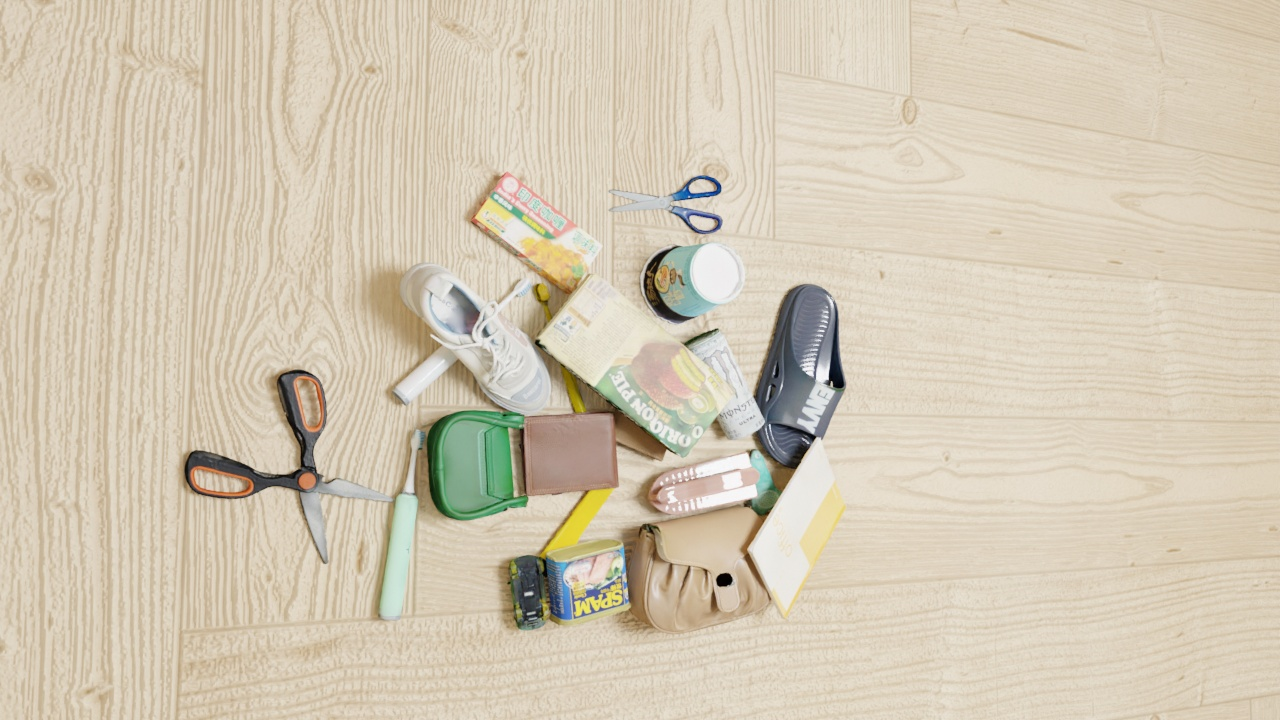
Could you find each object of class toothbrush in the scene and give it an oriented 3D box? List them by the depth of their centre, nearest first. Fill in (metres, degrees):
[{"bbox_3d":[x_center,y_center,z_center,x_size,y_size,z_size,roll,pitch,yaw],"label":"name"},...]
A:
[{"bbox_3d":[-0.280,0.193,1.084,0.027,0.026,0.224,19,76,-61],"label":"toothbrush"},{"bbox_3d":[-0.214,-0.028,1.127,0.220,0.027,0.026,-45,145,-20],"label":"toothbrush"},{"bbox_3d":[-0.100,-0.009,1.178,0.015,0.017,0.190,-19,94,-22],"label":"toothbrush"}]

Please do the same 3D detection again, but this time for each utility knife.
[{"bbox_3d":[-0.081,0.211,1.174,0.033,0.015,0.153,46,70,-22],"label":"utility knife"}]

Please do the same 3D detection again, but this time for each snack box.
[{"bbox_3d":[-0.007,0.007,1.158,0.240,0.063,0.114,39,83,-11],"label":"snack box"},{"bbox_3d":[-0.131,-0.161,1.170,0.155,0.027,0.077,36,72,-17],"label":"snack box"}]

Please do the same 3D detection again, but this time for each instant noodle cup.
[{"bbox_3d":[0.074,-0.108,1.203,0.111,0.121,0.111,2,86,-23],"label":"instant noodle cup"}]

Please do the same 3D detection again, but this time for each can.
[{"bbox_3d":[-0.066,0.274,1.143,0.102,0.057,0.083,-8,96,-31],"label":"can"},{"bbox_3d":[0.113,0.033,1.244,0.058,0.058,0.147,-29,98,-22],"label":"can"}]

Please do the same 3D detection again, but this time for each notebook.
[{"bbox_3d":[0.217,0.226,1.247,0.205,0.010,0.146,-50,129,-34],"label":"notebook"}]

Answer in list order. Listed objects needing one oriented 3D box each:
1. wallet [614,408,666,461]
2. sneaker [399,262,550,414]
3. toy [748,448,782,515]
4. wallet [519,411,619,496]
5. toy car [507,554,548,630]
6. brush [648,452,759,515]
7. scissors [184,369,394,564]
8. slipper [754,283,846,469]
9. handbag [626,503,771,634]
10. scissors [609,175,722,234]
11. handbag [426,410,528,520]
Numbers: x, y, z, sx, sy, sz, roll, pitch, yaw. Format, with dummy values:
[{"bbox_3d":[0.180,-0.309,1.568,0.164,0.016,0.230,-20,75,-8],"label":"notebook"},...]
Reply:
[{"bbox_3d":[0.012,0.065,1.214,0.090,0.033,0.115,25,78,-17],"label":"wallet"},{"bbox_3d":[-0.176,-0.021,1.081,0.089,0.091,0.242,-51,123,-15],"label":"sneaker"},{"bbox_3d":[0.158,0.171,1.272,0.096,0.030,0.092,-22,90,-15],"label":"toy"},{"bbox_3d":[-0.089,0.117,1.159,0.124,0.032,0.101,-3,92,-13],"label":"wallet"},{"bbox_3d":[-0.140,0.285,1.131,0.043,0.036,0.091,-4,89,-22],"label":"toy car"},{"bbox_3d":[0.081,0.165,1.207,0.145,0.073,0.063,-11,85,-14],"label":"brush"},{"bbox_3d":[-0.394,0.120,1.045,0.234,0.022,0.221,6,89,-23],"label":"scissors"},{"bbox_3d":[0.233,0.017,1.285,0.110,0.083,0.268,15,79,-20],"label":"slipper"},{"bbox_3d":[0.084,0.272,1.193,0.204,0.100,0.148,-6,92,-29],"label":"handbag"},{"bbox_3d":[0.040,-0.224,1.256,0.171,0.012,0.140,32,77,-17],"label":"scissors"},{"bbox_3d":[-0.194,0.124,1.102,0.120,0.068,0.131,-5,88,-23],"label":"handbag"}]
